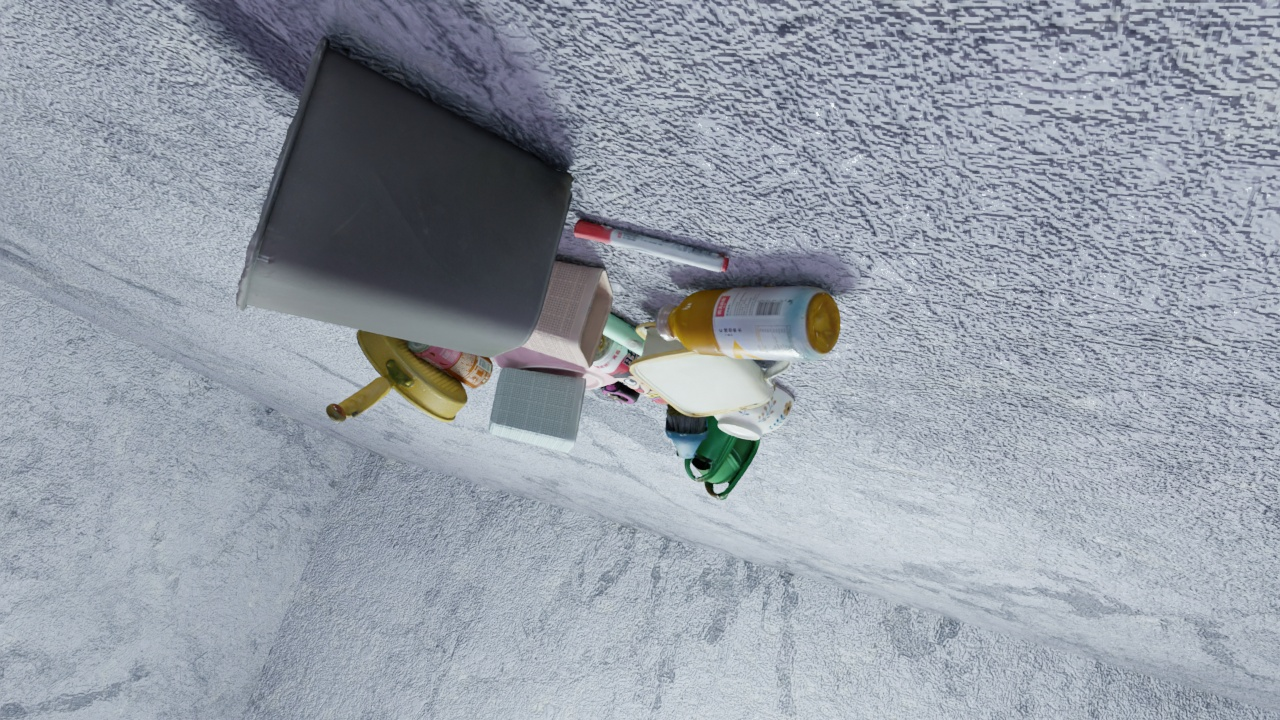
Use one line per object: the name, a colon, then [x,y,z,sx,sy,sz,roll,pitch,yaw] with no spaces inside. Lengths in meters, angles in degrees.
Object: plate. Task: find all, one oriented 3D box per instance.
plate: [-0.108,0.006,1.220,0.192,0.039,0.192,6,164,1]

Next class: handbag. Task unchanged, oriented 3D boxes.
handbag: [0.096,0.000,1.030,0.179,0.063,0.163,-8,152,29]
handbag: [0.116,0.130,1.303,0.068,0.120,0.131,19,167,23]

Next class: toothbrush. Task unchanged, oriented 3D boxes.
toothbrush: [0.001,-0.019,1.103,0.224,0.027,0.027,30,119,-34]

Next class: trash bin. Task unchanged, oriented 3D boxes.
trash bin: [-0.192,-0.110,0.754,0.219,0.198,0.199,18,167,-23]

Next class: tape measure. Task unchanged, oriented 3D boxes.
tape measure: [-0.028,0.039,1.307,0.057,0.039,0.058,31,160,-35]

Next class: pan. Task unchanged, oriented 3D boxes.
pan: [-0.360,0.031,1.325,0.197,0.078,0.357,46,-176,-3]

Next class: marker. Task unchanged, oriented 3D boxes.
marker: [0.009,-0.104,0.833,0.145,0.017,0.017,16,164,12]

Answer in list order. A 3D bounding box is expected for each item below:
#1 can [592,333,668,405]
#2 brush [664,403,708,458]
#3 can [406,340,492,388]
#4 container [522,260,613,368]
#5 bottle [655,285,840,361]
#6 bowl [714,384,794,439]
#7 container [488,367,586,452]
can: [-0.007,0.007,1.150,0.053,0.053,0.132,1,156,48]
brush: [0.060,0.089,1.187,0.055,0.073,0.143,1,-173,2]
can: [-0.292,-0.008,1.418,0.058,0.057,0.147,8,161,33]
container: [-0.098,-0.056,0.974,0.111,0.090,0.090,14,164,10]
bottle: [0.095,-0.035,0.868,0.190,0.068,0.068,3,158,45]
bowl: [0.134,0.063,1.167,0.113,0.062,0.113,17,165,4]
container: [-0.137,0.063,1.196,0.111,0.090,0.090,11,164,-8]
